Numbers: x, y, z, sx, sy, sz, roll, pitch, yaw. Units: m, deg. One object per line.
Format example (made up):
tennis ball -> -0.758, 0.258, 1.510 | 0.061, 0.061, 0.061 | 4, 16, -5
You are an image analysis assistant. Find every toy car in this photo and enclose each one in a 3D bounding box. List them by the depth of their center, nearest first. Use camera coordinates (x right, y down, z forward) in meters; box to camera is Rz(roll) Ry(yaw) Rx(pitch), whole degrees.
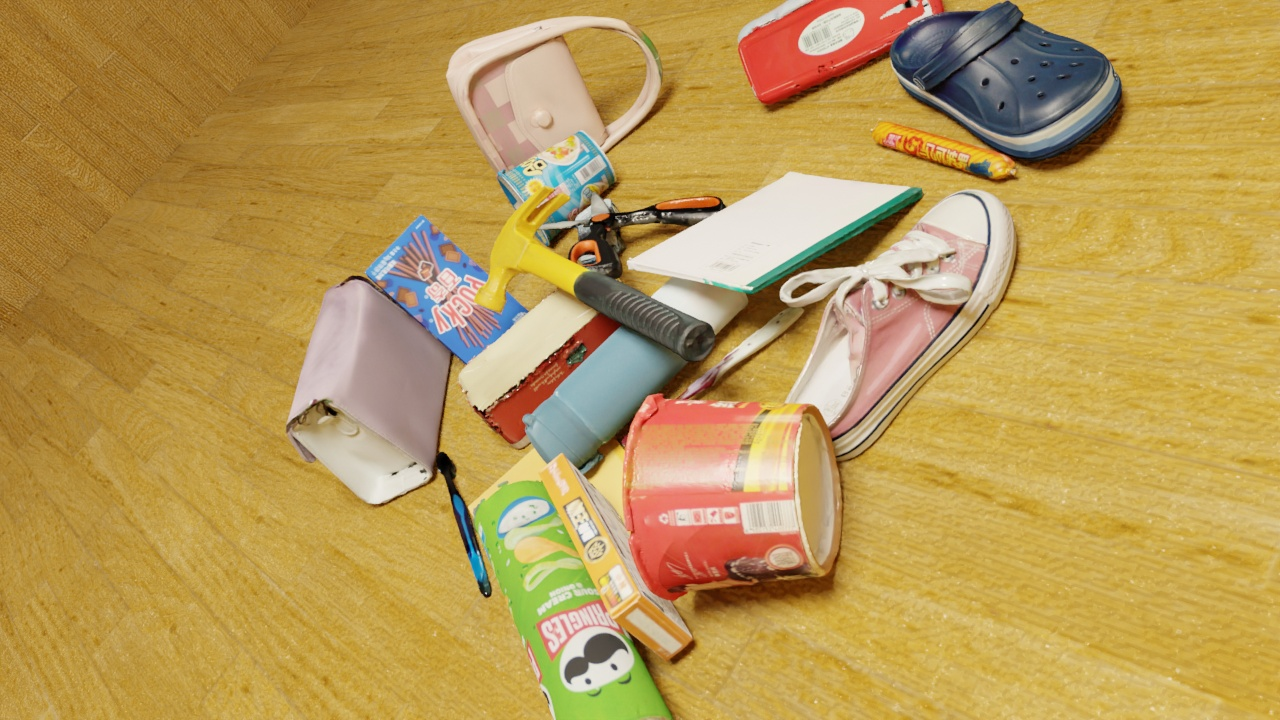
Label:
toy car -> -0.047, -0.139, 0.984 | 0.049, 0.031, 0.105 | -26, 39, 15

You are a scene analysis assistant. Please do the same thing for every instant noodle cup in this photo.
instant noodle cup -> 0.065, 0.088, 0.598 | 0.109, 0.138, 0.137 | -6, 49, 25
instant noodle cup -> -0.090, -0.201, 1.036 | 0.110, 0.099, 0.099 | -37, 38, -7

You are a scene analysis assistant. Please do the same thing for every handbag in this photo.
handbag -> -0.274, 0.025, 0.926 | 0.099, 0.145, 0.196 | -24, 40, 17
handbag -> -0.087, -0.308, 1.068 | 0.234, 0.193, 0.093 | -26, 42, 4

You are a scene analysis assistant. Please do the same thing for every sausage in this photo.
sausage -> 0.252, -0.179, 0.778 | 0.021, 0.021, 0.165 | -45, 38, -5

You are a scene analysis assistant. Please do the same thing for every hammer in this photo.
hammer -> -0.044, -0.063, 0.772 | 0.301, 0.032, 0.129 | 30, 99, 48

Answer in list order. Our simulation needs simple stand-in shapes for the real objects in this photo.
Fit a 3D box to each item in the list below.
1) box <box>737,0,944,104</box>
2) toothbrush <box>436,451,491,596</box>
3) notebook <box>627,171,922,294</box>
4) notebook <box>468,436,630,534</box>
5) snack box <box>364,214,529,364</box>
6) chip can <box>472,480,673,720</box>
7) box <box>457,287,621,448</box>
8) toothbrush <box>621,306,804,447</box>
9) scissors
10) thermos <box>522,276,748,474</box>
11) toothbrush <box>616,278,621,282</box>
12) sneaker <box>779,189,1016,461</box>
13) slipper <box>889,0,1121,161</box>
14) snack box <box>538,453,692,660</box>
box -> 0.206, -0.344, 0.951 | 0.202, 0.095, 0.100 | -21, 5, 23
toothbrush -> -0.158, 0.143, 0.825 | 0.014, 0.016, 0.189 | -31, 41, -3
notebook -> 0.112, -0.112, 0.770 | 0.208, 0.012, 0.150 | -31, 31, -29
notebook -> -0.058, 0.132, 0.749 | 0.146, 0.010, 0.206 | -42, 38, -2
snack box -> -0.198, -0.067, 0.952 | 0.084, 0.157, 0.026 | -49, 3, -11
chip can -> -0.051, 0.180, 0.634 | 0.072, 0.072, 0.236 | -39, 42, 2
box -> -0.089, -0.010, 0.857 | 0.168, 0.077, 0.091 | -41, 38, -1
toothbrush -> 0.062, 0.016, 0.758 | 0.187, 0.017, 0.016 | -38, 35, 0
scissors -> -0.027, -0.129, 0.910 | 0.233, 0.022, 0.220 | -4, 30, 15
thermos -> -0.005, 0.005, 0.773 | 0.220, 0.070, 0.070 | -45, 38, -11
toothbrush -> -0.097, -0.025, 0.927 | 0.190, 0.029, 0.020 | -37, -4, 8
sneaker -> 0.178, -0.041, 0.654 | 0.240, 0.088, 0.118 | -50, 39, -10
slipper -> 0.291, -0.252, 0.761 | 0.105, 0.095, 0.252 | -39, 35, 7
snack box -> -0.021, 0.135, 0.646 | 0.026, 0.075, 0.153 | -39, 40, 1
